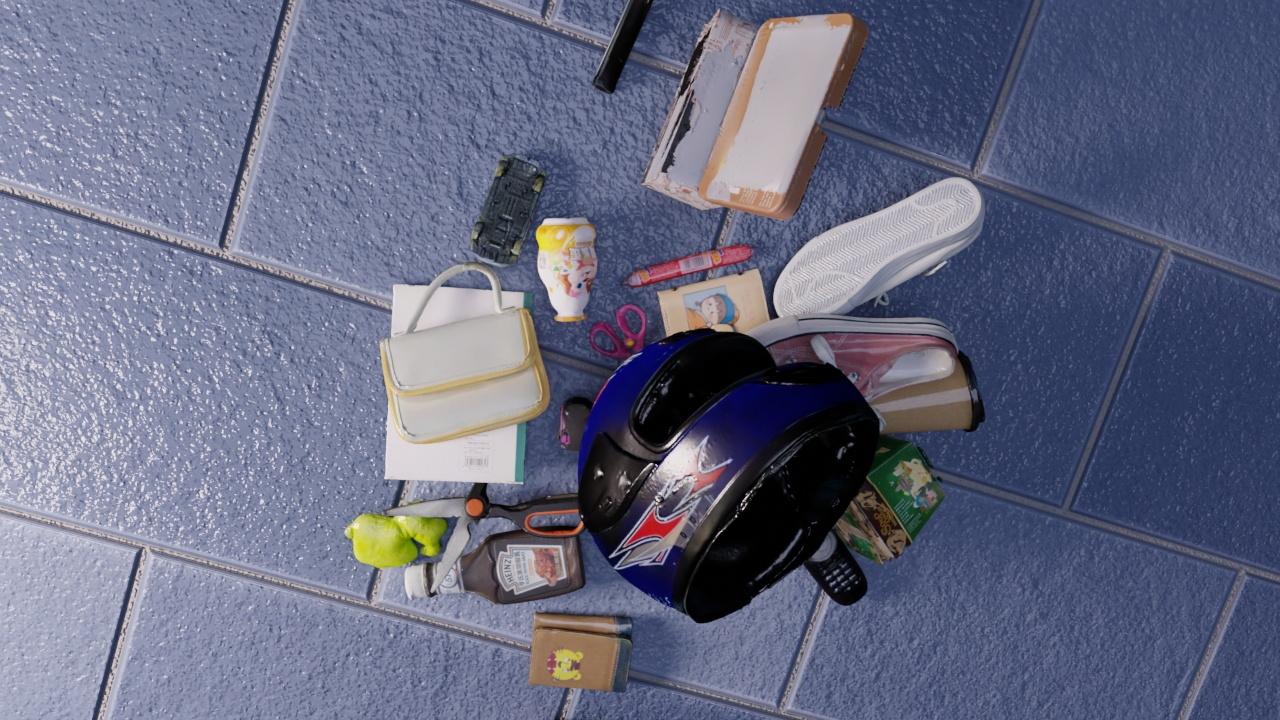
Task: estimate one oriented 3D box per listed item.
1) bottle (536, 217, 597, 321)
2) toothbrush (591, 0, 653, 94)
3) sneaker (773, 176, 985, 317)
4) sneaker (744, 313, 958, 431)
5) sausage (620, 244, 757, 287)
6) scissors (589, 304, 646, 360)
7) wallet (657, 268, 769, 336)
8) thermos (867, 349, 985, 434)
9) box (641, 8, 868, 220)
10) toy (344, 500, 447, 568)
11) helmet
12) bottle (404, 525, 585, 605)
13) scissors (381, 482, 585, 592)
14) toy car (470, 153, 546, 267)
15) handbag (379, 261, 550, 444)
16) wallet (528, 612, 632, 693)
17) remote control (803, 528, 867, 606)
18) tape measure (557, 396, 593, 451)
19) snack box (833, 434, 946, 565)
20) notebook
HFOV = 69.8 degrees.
[{"bbox_3d":[-0.077,-0.096,0.971,0.063,0.063,0.108,-3,99,-5],"label":"bottle"},{"bbox_3d":[0.002,-0.382,0.955,0.026,0.027,0.213,18,98,-52],"label":"toothbrush"},{"bbox_3d":[0.259,-0.111,0.999,0.243,0.090,0.089,-29,70,18],"label":"sneaker"},{"bbox_3d":[0.209,0.010,0.963,0.241,0.087,0.118,-2,134,14],"label":"sneaker"},{"bbox_3d":[0.053,-0.104,1.004,0.156,0.020,0.020,-14,100,-3],"label":"sausage"},{"bbox_3d":[-0.008,0.009,1.019,0.073,0.017,0.137,-25,104,-2],"label":"scissors"},{"bbox_3d":[0.084,-0.047,1.015,0.115,0.024,0.087,-13,95,-4],"label":"wallet"},{"bbox_3d":[0.308,0.043,1.019,0.143,0.093,0.093,-11,99,5],"label":"thermos"},{"bbox_3d":[0.096,-0.233,0.867,0.110,0.259,0.179,21,96,-10],"label":"box"},{"bbox_3d":[-0.268,0.196,1.012,0.100,0.031,0.096,-42,113,5],"label":"toy"},{"bbox_3d":[0.066,0.087,0.906,0.246,0.240,0.316,-9,137,-38],"label":"helmet"},{"bbox_3d":[-0.161,0.233,1.022,0.195,0.044,0.080,-8,93,-4],"label":"bottle"},{"bbox_3d":[-0.161,0.149,1.002,0.221,0.022,0.234,15,84,-2],"label":"scissors"},{"bbox_3d":[-0.140,-0.158,0.970,0.054,0.037,0.120,19,86,-7],"label":"toy car"},{"bbox_3d":[-0.188,-0.011,0.955,0.163,0.063,0.178,-14,87,-8],"label":"handbag"},{"bbox_3d":[-0.068,0.335,1.055,0.115,0.033,0.090,6,99,-3],"label":"wallet"},{"bbox_3d":[0.213,0.225,1.066,0.053,0.024,0.136,-36,99,2],"label":"remote control"},{"bbox_3d":[-0.071,0.070,0.999,0.039,0.057,0.058,1,101,-2],"label":"tape measure"},{"bbox_3d":[0.264,0.146,1.024,0.105,0.117,0.118,-37,103,-11],"label":"snack box"},{"bbox_3d":[-0.195,0.026,0.987,0.150,0.012,0.209,3,88,-5],"label":"notebook"}]
